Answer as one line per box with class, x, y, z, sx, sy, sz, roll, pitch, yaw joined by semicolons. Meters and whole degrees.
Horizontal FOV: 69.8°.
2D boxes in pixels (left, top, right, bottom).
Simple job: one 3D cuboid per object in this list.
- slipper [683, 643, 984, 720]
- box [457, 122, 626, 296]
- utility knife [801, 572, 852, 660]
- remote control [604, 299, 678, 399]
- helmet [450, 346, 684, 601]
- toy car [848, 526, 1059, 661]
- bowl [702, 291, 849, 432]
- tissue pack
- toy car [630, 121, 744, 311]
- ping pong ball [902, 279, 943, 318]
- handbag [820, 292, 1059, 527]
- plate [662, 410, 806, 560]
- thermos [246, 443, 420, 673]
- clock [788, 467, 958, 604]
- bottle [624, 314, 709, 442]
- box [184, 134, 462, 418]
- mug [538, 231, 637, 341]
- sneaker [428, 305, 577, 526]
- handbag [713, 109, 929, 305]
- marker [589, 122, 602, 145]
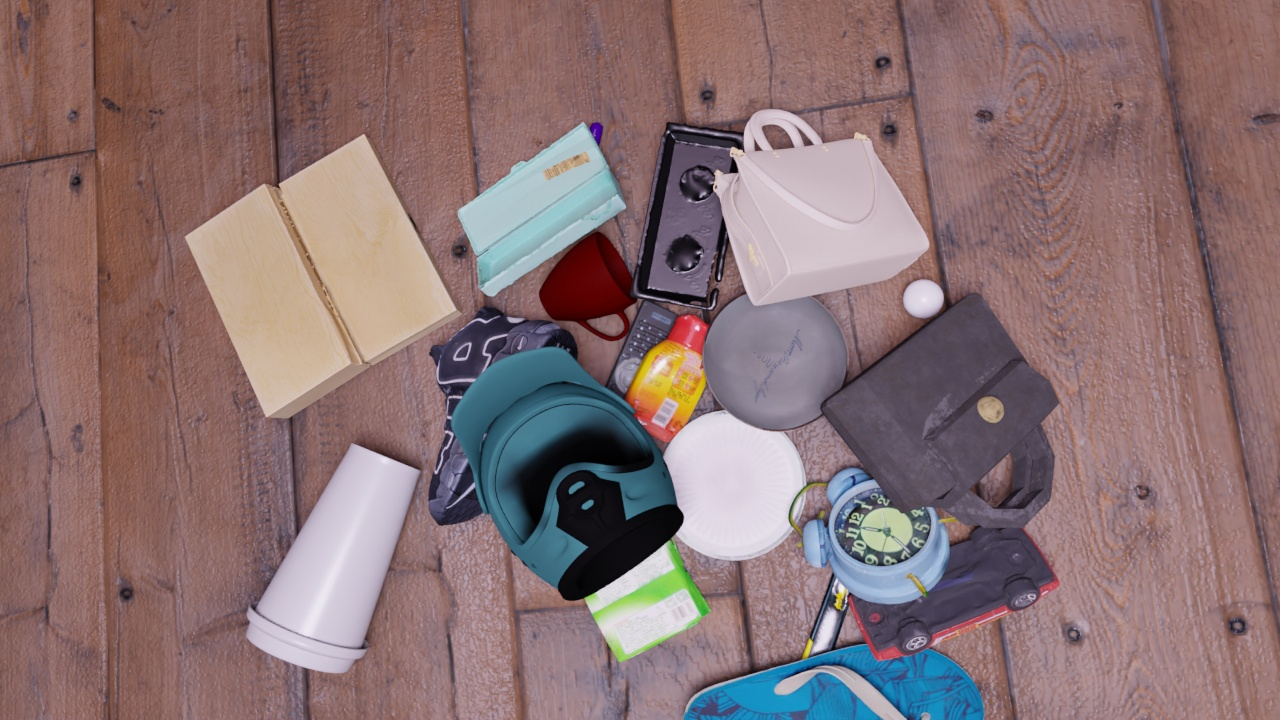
slipper;0.188;0.343;0.889;0.295;0.060;0.118;-9;82;1
box;-0.112;-0.166;1.021;0.187;0.052;0.138;-30;51;13
utility knife;0.190;0.272;0.934;0.029;0.020;0.172;19;86;10
remote control;-0.006;0.006;0.998;0.045;0.021;0.140;24;88;-19
helmet;-0.071;0.101;0.866;0.176;0.275;0.200;-34;72;-7
toy car;0.301;0.225;0.891;0.189;0.056;0.081;-25;43;6
bowl;0.140;0.001;0.956;0.151;0.056;0.150;-1;83;10
tissue pack;0.002;0.248;0.962;0.114;0.034;0.099;-29;78;5
toy car;0.056;-0.148;0.983;0.094;0.071;0.191;10;85;10
ping pong ball;0.291;-0.063;0.945;0.040;0.040;0.040;-1;83;10
handbag;0.303;0.064;0.858;0.196;0.103;0.199;-33;82;-29
plate;0.096;0.131;0.970;0.157;0.014;0.157;-1;83;11
thermos;-0.320;0.207;0.987;0.131;0.131;0.221;20;79;12
clock;0.224;0.168;0.901;0.162;0.060;0.117;14;58;33
bottle;0.034;0.016;0.975;0.071;0.048;0.134;28;85;-8
box;-0.372;-0.099;1.071;0.253;0.068;0.247;-29;80;-1
mug;-0.056;-0.069;0.994;0.088;0.087;0.114;-28;98;15
sneaker;-0.189;0.047;0.998;0.151;0.097;0.252;33;96;29
handbag;0.168;-0.170;0.929;0.194;0.101;0.197;-13;73;-25
marker;-0.064;-0.204;1.040;0.015;0.018;0.134;13;88;14
